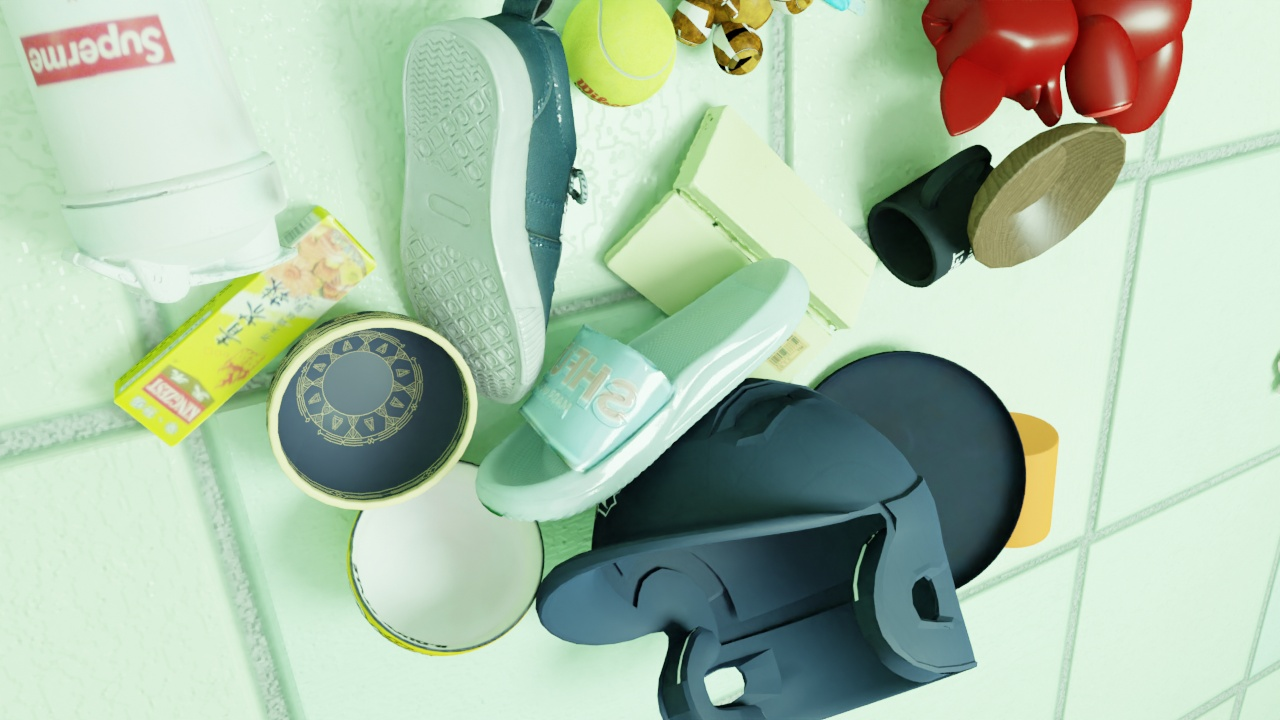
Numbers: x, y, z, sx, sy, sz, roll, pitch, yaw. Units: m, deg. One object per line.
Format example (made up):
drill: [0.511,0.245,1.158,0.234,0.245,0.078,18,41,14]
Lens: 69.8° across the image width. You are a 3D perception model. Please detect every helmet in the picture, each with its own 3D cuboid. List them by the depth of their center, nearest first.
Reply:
helmet: [0.062,0.120,0.590,0.271,0.223,0.233,1,150,-36]

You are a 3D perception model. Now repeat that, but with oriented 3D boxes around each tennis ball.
tennis ball: [-0.012,-0.178,0.522,0.065,0.065,0.065,-11,115,-25]

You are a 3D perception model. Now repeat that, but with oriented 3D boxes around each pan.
pan: [0.136,0.126,0.724,0.356,0.021,0.199,-26,92,-4]

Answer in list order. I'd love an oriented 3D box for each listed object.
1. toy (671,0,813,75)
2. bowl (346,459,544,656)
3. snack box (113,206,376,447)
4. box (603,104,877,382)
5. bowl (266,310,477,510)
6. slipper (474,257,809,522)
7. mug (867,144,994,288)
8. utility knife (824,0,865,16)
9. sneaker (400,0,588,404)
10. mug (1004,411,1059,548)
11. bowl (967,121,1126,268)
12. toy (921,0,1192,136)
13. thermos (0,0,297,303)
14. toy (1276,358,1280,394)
toy: [0.041,-0.230,0.532,0.087,0.067,0.112,-47,139,13]
bowl: [-0.125,0.126,0.572,0.117,0.068,0.117,10,63,-20]
snack box: [-0.213,-0.020,0.498,0.148,0.029,0.040,-43,124,-7]
box: [0.080,-0.067,0.635,0.187,0.047,0.141,38,92,-34]
bowl: [-0.157,0.021,0.526,0.112,0.061,0.112,-11,115,-25]
slipper: [-0.003,0.003,0.560,0.245,0.104,0.074,-37,113,-14]
mug: [0.221,-0.111,0.664,0.077,0.071,0.105,-32,154,-15]
utility knife: [0.105,-0.250,0.590,0.123,0.015,0.022,19,113,-36]
sneaker: [-0.076,-0.085,0.517,0.087,0.089,0.236,-42,147,-46]
mug: [0.337,0.099,0.831,0.112,0.078,0.096,-36,128,-46]
bowl: [0.266,-0.115,0.619,0.117,0.030,0.118,-19,144,-15]
toy: [0.267,-0.227,0.624,0.197,0.121,0.158,-11,78,-14]
thermos: [-0.232,-0.138,0.405,0.099,0.099,0.220,-20,113,-21]
toy: [0.750,-0.007,1.027,0.063,0.047,0.110,-14,113,-33]
